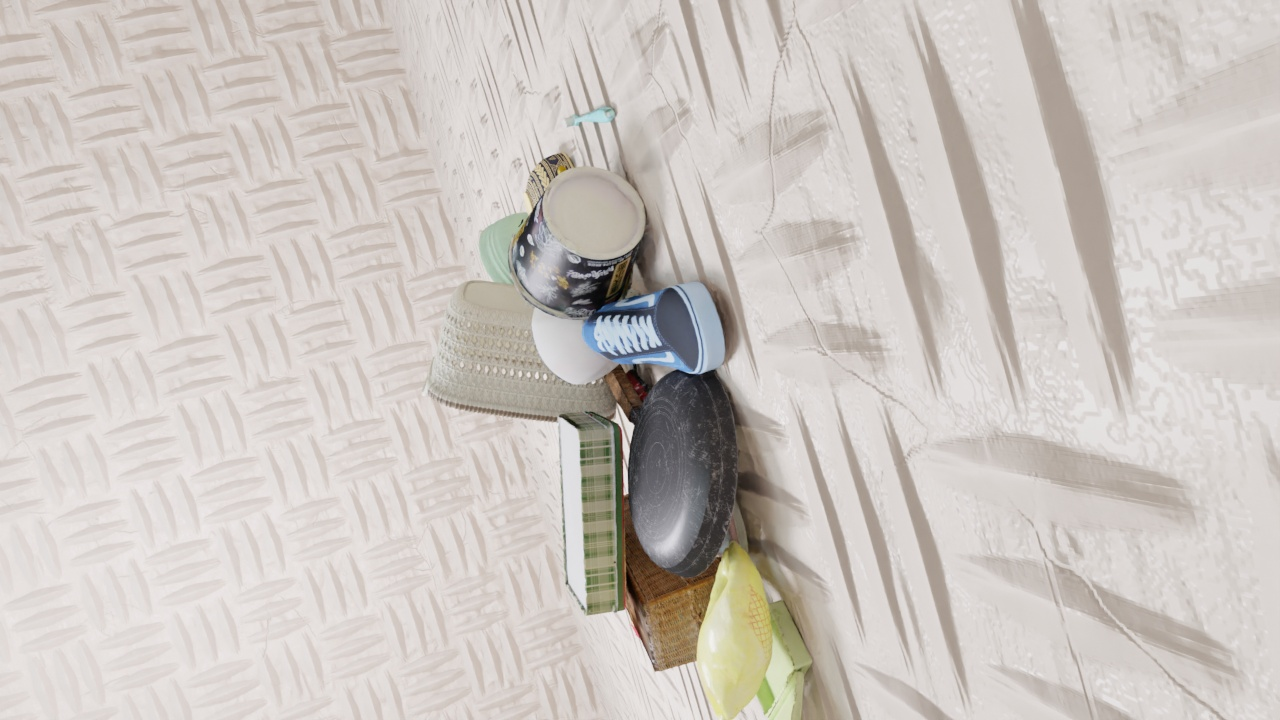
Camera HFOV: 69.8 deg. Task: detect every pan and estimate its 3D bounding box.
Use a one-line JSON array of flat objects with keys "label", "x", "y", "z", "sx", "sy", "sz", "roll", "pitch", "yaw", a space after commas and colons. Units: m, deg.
[{"label": "pan", "x": 0.007, "y": 0.074, "z": 0.944, "sx": 0.357, "sy": 0.040, "sz": 0.208, "roll": -131, "pitch": 50, "yaw": -60}]

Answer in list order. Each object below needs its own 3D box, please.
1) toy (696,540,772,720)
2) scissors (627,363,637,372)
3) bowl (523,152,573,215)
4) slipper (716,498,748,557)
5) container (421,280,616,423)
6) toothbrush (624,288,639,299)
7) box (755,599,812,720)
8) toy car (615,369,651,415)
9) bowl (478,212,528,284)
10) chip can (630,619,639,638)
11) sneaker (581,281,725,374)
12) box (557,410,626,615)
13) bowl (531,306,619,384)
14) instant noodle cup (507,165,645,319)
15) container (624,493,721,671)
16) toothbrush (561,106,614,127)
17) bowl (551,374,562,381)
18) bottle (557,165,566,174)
[{"label": "toy", "x": 0.084, "y": 0.258, "z": 0.857, "sx": 0.171, "sy": 0.064, "sz": 0.154, "roll": 97, "pitch": 176, "yaw": -57}, {"label": "scissors", "x": -0.015, "y": -0.002, "z": 1.135, "sx": 0.095, "sy": 0.014, "sz": 0.171, "roll": 57, "pitch": 159, "yaw": 24}, {"label": "bowl", "x": -0.115, "y": -0.205, "z": 1.184, "sx": 0.112, "sy": 0.061, "sz": 0.112, "roll": 162, "pitch": 90, "yaw": -77}, {"label": "slipper", "x": 0.041, "y": 0.131, "z": 0.996, "sx": 0.274, "sy": 0.054, "sz": 0.114, "roll": -133, "pitch": 28, "yaw": -62}, {"label": "container", "x": -0.142, "y": -0.009, "z": 1.154, "sx": 0.184, "sy": 0.246, "sz": 0.143, "roll": -110, "pitch": 30, "yaw": -68}, {"label": "toothbrush", "x": -0.031, "y": -0.085, "z": 1.099, "sx": 0.017, "sy": 0.016, "sz": 0.189, "roll": 66, "pitch": 169, "yaw": -18}, {"label": "box", "x": 0.134, "y": 0.329, "z": 0.898, "sx": 0.188, "sy": 0.044, "sz": 0.140, "roll": 93, "pitch": 177, "yaw": -54}, {"label": "toy car", "x": -0.008, "y": 0.048, "z": 1.119, "sx": 0.042, "sy": 0.036, "sz": 0.091, "roll": 47, "pitch": 162, "yaw": 22}, {"label": "bowl", "x": -0.138, "y": -0.144, "z": 1.249, "sx": 0.077, "sy": 0.150, "sz": 0.150, "roll": -37, "pitch": 64, "yaw": 31}, {"label": "chip can", "x": 0.010, "y": 0.310, "z": 1.310, "sx": 0.073, "sy": 0.073, "sz": 0.233, "roll": -121, "pitch": 19, "yaw": -45}, {"label": "sneaker", "x": 0.003, "y": -0.021, "z": 0.861, "sx": 0.241, "sy": 0.098, "sz": 0.083, "roll": -168, "pitch": 61, "yaw": -75}, {"label": "box", "x": -0.054, "y": 0.161, "z": 0.995, "sx": 0.118, "sy": 0.049, "sz": 0.205, "roll": -166, "pitch": 74, "yaw": -74}, {"label": "bowl", "x": -0.056, "y": -0.035, "z": 1.016, "sx": 0.066, "sy": 0.116, "sz": 0.116, "roll": -17, "pitch": 90, "yaw": 43}, {"label": "instant noodle cup", "x": -0.058, "y": -0.126, "z": 0.935, "sx": 0.137, "sy": 0.137, "sz": 0.112, "roll": 69, "pitch": 156, "yaw": 16}, {"label": "container", "x": 0.033, "y": 0.237, "z": 1.039, "sx": 0.198, "sy": 0.112, "sz": 0.114, "roll": -126, "pitch": 23, "yaw": -56}, {"label": "toothbrush", "x": -0.056, "y": -0.259, "z": 0.982, "sx": 0.181, "sy": 0.016, "sz": 0.016, "roll": -148, "pitch": 43, "yaw": -68}, {"label": "bowl", "x": -0.113, "y": -0.031, "z": 1.333, "sx": 0.153, "sy": 0.073, "sz": 0.153, "roll": -20, "pitch": -95, "yaw": -89}, {"label": "bottle", "x": -0.081, "y": -0.166, "z": 1.118, "sx": 0.051, "sy": 0.051, "sz": 0.146, "roll": -133, "pitch": 29, "yaw": -62}]
